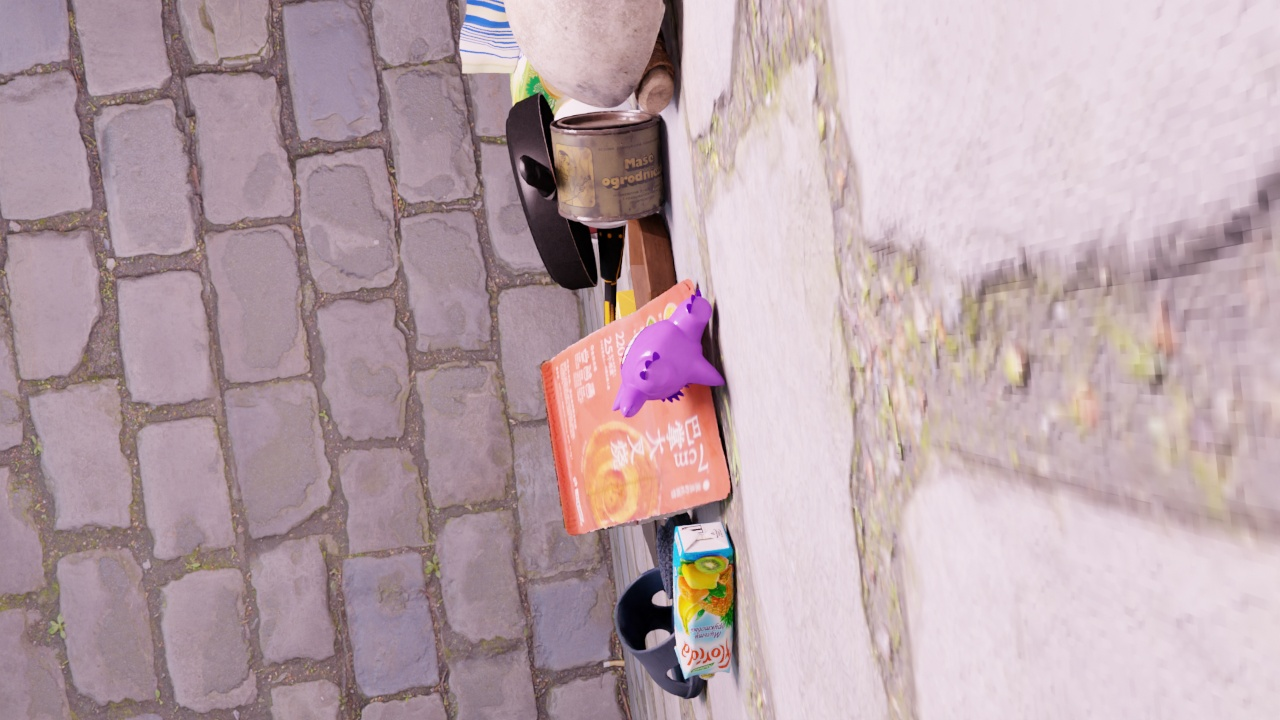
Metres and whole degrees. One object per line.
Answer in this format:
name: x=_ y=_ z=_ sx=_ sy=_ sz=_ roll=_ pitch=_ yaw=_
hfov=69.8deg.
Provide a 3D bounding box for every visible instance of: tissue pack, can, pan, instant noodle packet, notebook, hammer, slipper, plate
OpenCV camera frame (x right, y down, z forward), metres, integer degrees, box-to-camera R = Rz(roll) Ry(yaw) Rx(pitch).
tissue pack: x=-0.118 y=-0.354 z=0.974 sx=0.198 sy=0.141 sz=0.120 roll=112 pitch=153 yaw=-48
can: x=-0.026 y=-0.162 z=0.752 sx=0.089 sy=0.090 sz=0.075 roll=-108 pitch=13 yaw=-65
pan: x=-0.093 y=-0.162 z=0.875 sx=0.355 sy=0.044 sz=0.204 roll=-66 pitch=-39 yaw=-83
instant noodle packet: x=0.000 y=0.045 z=0.737 sx=0.221 sy=0.083 sz=0.164 roll=145 pitch=119 yaw=-61
notebook: x=0.009 y=0.169 z=1.152 sx=0.209 sy=0.029 sz=0.169 roll=-129 pitch=31 yaw=-74
hammer: x=-0.033 y=-0.091 z=1.038 sx=0.123 sy=0.036 sz=0.321 roll=-104 pitch=14 yaw=-64
slipper: x=0.017 y=0.250 z=0.897 sx=0.101 sy=0.082 sz=0.264 roll=-106 pitch=11 yaw=-47
hammer: x=-0.017 y=-0.325 z=0.703 sx=0.122 sy=0.049 sz=0.318 roll=107 pitch=154 yaw=-63
plate: x=0.011 y=-0.076 z=0.814 sx=0.131 sy=0.025 sz=0.131 roll=171 pitch=91 yaw=-84

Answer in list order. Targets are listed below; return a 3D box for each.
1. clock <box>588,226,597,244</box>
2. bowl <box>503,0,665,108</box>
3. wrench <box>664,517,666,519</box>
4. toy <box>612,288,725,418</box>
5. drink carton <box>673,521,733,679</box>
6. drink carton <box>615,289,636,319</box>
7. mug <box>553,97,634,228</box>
clock: x=-0.063 y=-0.218 z=1.277 sx=0.138 sy=0.048 sz=0.096 roll=116 pitch=147 yaw=-78
bowl: x=-0.052 y=-0.269 z=0.636 sx=0.179 sy=0.081 sz=0.178 roll=178 pitch=90 yaw=-65
wrench: x=0.032 y=0.125 z=0.908 sx=0.274 sy=0.018 sz=0.066 roll=97 pitch=165 yaw=-72
toy: x=0.017 y=0.002 z=0.628 sx=0.105 sy=0.056 sz=0.088 roll=-55 pitch=18 yaw=-23
drink carton: x=0.047 y=0.182 z=0.686 sx=0.038 sy=0.044 sz=0.129 roll=-107 pitch=13 yaw=-62
drink carton: x=0.005 y=-0.003 z=0.896 sx=0.059 sy=0.040 sz=0.122 roll=96 pitch=166 yaw=-67
mug: x=-0.036 y=-0.189 z=0.861 sx=0.082 sy=0.082 sz=0.105 roll=90 pitch=171 yaw=-53
